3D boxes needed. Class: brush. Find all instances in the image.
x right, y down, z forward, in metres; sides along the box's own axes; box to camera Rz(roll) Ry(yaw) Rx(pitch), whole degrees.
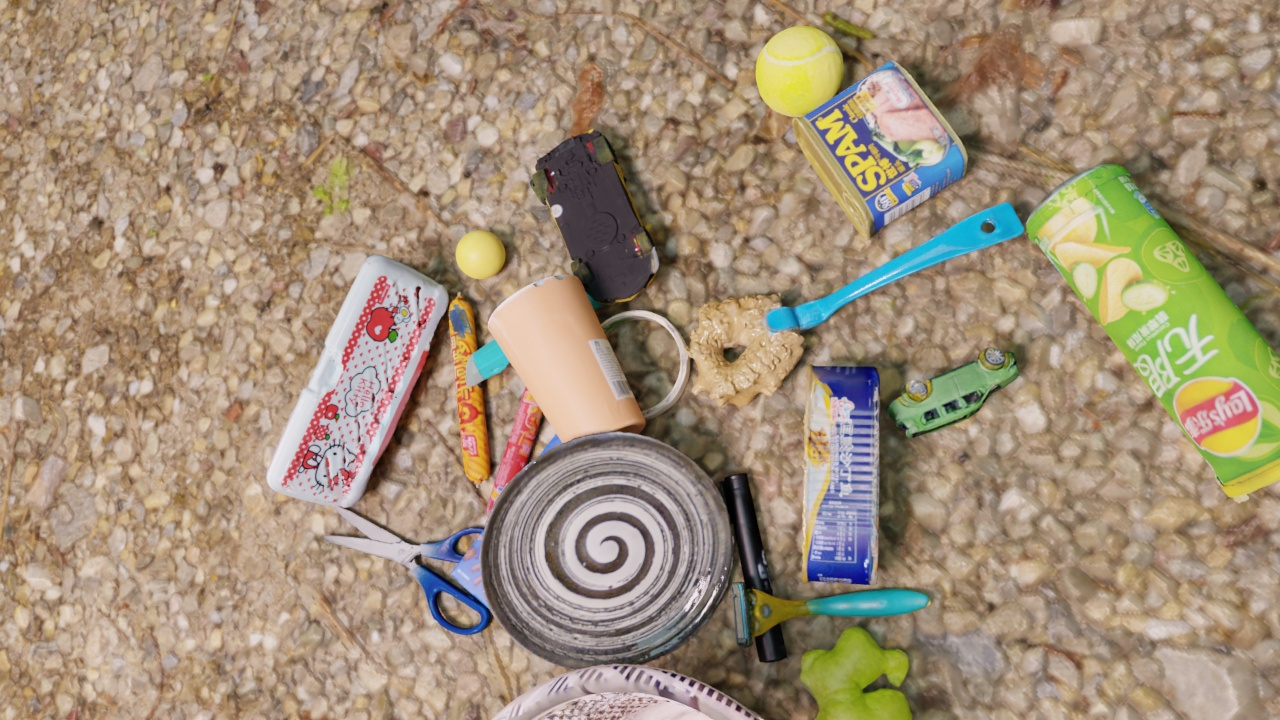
[{"bbox_3d":[0.143,-0.044,0.650,0.255,0.046,0.083,-26,69,17],"label":"brush"}]

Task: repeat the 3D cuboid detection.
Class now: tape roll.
[{"bbox_3d":[-0.004,0.004,0.709,0.086,0.014,0.085,-3,78,17],"label":"tape roll"}]

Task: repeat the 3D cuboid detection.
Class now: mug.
[{"bbox_3d":[-0.049,0.008,0.670,0.078,0.078,0.122,-33,73,9],"label":"mug"}]

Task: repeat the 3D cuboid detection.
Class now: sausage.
[{"bbox_3d":[-0.093,0.058,0.725,0.020,0.020,0.155,15,84,20],"label":"sausage"},{"bbox_3d":[-0.139,0.022,0.745,0.021,0.021,0.165,-13,75,15],"label":"sausage"}]

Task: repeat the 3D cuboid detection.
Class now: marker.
[{"bbox_3d":[0.079,0.146,0.652,0.022,0.020,0.132,-20,73,29],"label":"marker"}]

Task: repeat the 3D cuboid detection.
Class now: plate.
[{"bbox_3d":[-0.023,0.135,0.647,0.179,0.024,0.179,-2,102,-9],"label":"plate"}]

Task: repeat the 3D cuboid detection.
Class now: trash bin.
[{"bbox_3d":[0.019,0.290,0.549,0.228,0.192,0.227,-4,78,17],"label":"trash bin"}]

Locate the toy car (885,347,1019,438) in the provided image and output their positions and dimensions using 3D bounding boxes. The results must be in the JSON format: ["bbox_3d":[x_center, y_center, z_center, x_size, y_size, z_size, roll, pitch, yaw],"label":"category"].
[{"bbox_3d":[0.213,0.022,0.622,0.091,0.043,0.036,-29,69,12],"label":"toy car"}]

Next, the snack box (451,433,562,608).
[{"bbox_3d":[-0.063,0.125,0.691,0.084,0.026,0.157,35,86,20],"label":"snack box"}]

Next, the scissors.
[{"bbox_3d":[-0.183,0.166,0.734,0.171,0.012,0.141,-16,72,13],"label":"scissors"}]

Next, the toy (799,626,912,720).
[{"bbox_3d":[0.144,0.234,0.606,0.097,0.031,0.100,-31,73,0],"label":"toy"}]

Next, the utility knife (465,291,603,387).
[{"bbox_3d":[-0.072,-0.029,0.732,0.164,0.013,0.029,-31,65,1],"label":"utility knife"}]

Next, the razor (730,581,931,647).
[{"bbox_3d":[0.129,0.167,0.621,0.132,0.028,0.043,-5,74,0],"label":"razor"}]

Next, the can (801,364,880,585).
[{"bbox_3d":[0.136,0.076,0.619,0.049,0.074,0.148,1,80,14],"label":"can"}]

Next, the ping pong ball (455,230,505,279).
[{"bbox_3d":[-0.131,-0.087,0.753,0.040,0.040,0.040,-4,78,17],"label":"ping pong ball"}]

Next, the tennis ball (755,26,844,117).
[{"bbox_3d":[0.119,-0.215,0.686,0.065,0.065,0.065,-4,78,17],"label":"tennis ball"}]

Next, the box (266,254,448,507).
[{"bbox_3d":[-0.234,0.014,0.736,0.095,0.098,0.201,21,86,19],"label":"box"}]

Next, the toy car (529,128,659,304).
[{"bbox_3d":[-0.035,-0.112,0.727,0.071,0.041,0.155,-28,70,11],"label":"toy car"}]

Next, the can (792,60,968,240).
[{"bbox_3d":[0.172,-0.153,0.662,0.083,0.057,0.102,-32,72,7],"label":"can"}]

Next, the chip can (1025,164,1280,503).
[{"bbox_3d":[0.334,-0.024,0.577,0.073,0.072,0.221,-33,71,9],"label":"chip can"}]
